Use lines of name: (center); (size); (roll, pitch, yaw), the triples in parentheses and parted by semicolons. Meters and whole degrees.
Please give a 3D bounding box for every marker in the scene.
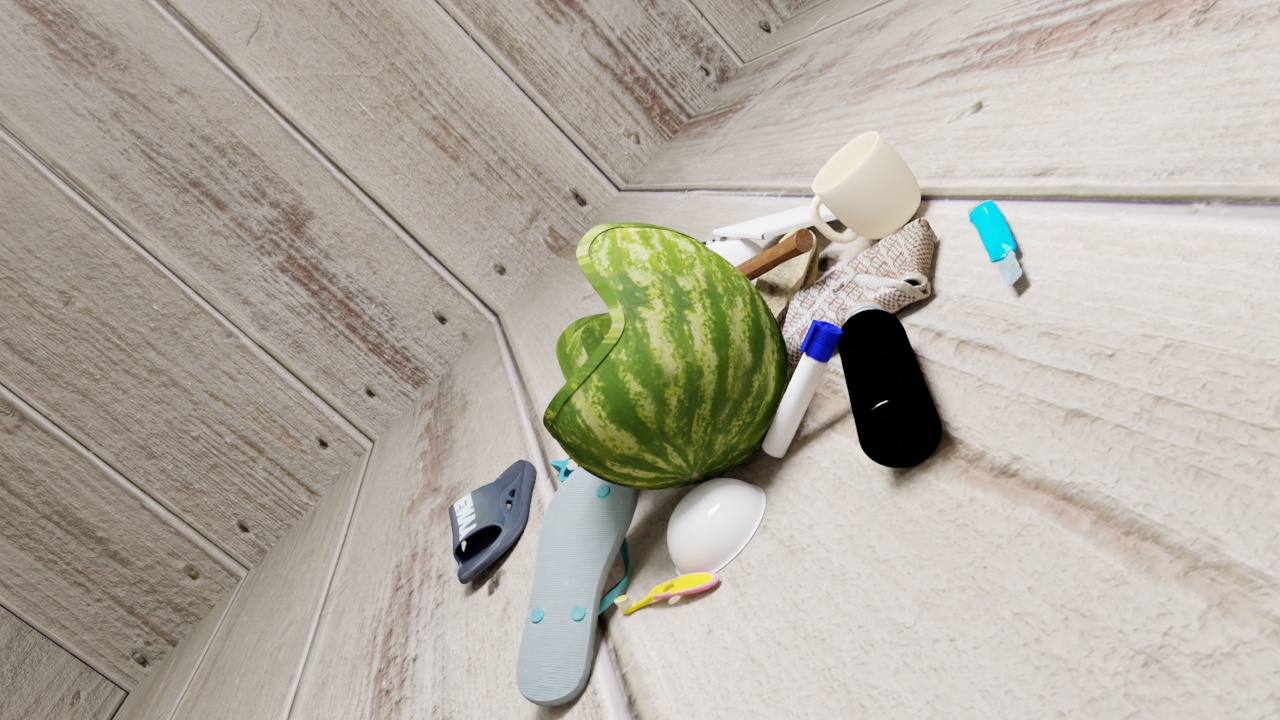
marker: (0.144, 0.027, 0.833); (0.023, 0.027, 0.133); (-85, 14, -65)

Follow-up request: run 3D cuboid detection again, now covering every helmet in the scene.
helmet: (0.027, 0.008, 0.908); (0.214, 0.243, 0.246); (112, 159, -53)

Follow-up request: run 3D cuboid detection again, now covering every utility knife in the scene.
utility knife: (0.325, -0.111, 0.842); (0.031, 0.015, 0.204); (-39, 13, 27)

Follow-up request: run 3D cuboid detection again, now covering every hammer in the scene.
hammer: (0.102, -0.091, 1.112); (0.324, 0.033, 0.115); (-26, 39, 61)

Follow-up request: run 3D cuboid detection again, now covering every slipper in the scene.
slipper: (-0.217, 0.208, 1.320); (0.111, 0.083, 0.267); (-38, 16, 19)
slipper: (-0.062, 0.213, 0.912); (0.098, 0.055, 0.268); (-2, 50, 23)

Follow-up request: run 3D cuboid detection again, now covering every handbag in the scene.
handbag: (0.219, -0.069, 0.954); (0.186, 0.047, 0.123); (-33, 19, 38)

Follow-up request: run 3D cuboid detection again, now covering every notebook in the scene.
notebook: (0.196, -0.191, 1.259); (0.142, 0.009, 0.210); (-17, 12, -9)

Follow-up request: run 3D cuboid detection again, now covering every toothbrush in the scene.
toothbrush: (0.021, 0.208, 0.823); (0.136, 0.016, 0.021); (-31, 17, 43)

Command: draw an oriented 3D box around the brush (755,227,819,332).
brush: (0.169, -0.089, 1.095); (0.059, 0.043, 0.194); (12, 52, 27)

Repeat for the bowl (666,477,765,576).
bowl: (0.059, 0.144, 0.840); (0.110, 0.040, 0.109); (-42, 16, 15)

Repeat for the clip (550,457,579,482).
clip: (-0.101, 0.153, 1.262); (0.113, 0.028, 0.127); (-51, 16, -10)

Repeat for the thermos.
thermos: (0.204, 0.003, 0.783); (0.061, 0.061, 0.230); (-39, 17, 22)

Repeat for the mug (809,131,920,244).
mug: (0.256, -0.183, 1.048); (0.120, 0.099, 0.096); (-45, 17, 11)

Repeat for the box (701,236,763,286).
box: (0.118, -0.139, 1.319); (0.083, 0.092, 0.166); (-26, 9, -15)
